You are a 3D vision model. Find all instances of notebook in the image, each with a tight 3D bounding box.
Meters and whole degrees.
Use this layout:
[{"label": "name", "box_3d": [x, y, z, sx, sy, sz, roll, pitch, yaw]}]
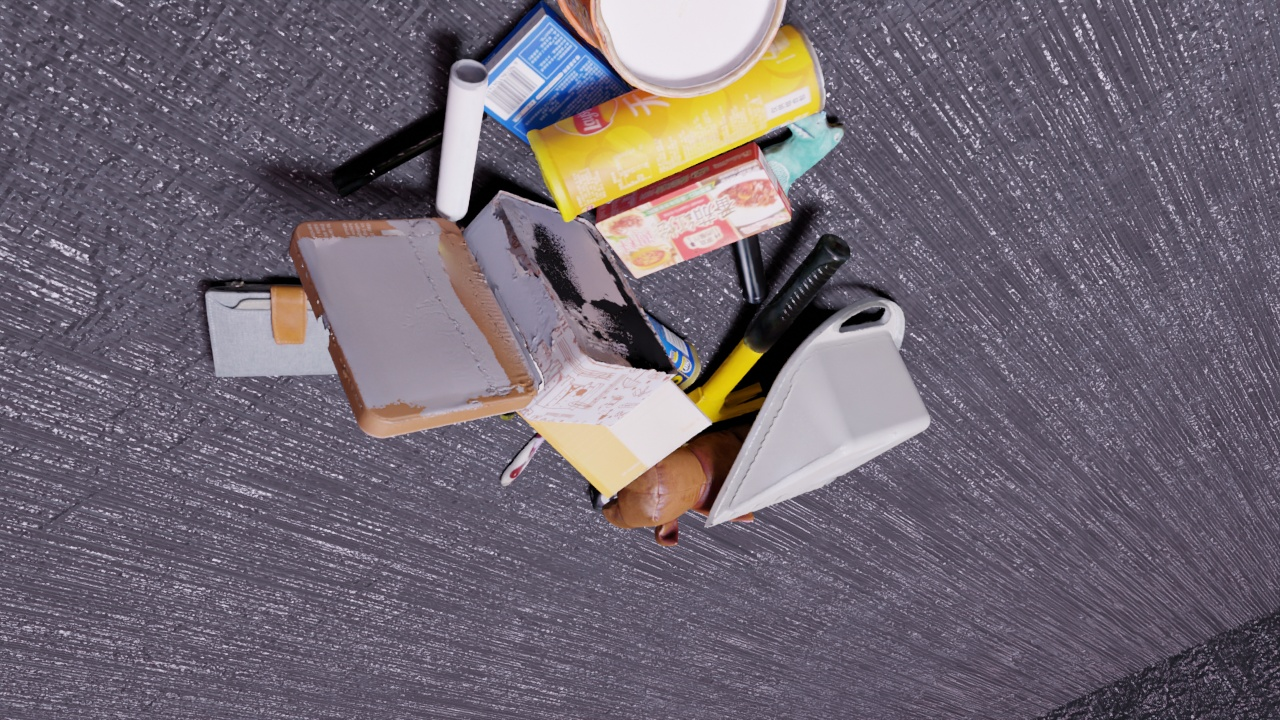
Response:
[{"label": "notebook", "box_3d": [-0.052, 0.028, 0.888, 0.146, 0.010, 0.206, -39, 103, 24]}]

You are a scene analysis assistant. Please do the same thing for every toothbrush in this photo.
[{"label": "toothbrush", "box_3d": [-0.144, -0.137, 0.714, 0.027, 0.026, 0.222, 33, 144, 6]}, {"label": "toothbrush", "box_3d": [0.089, -0.126, 0.823, 0.027, 0.026, 0.213, -10, 143, 10]}, {"label": "toothbrush", "box_3d": [-0.105, 0.084, 1.007, 0.016, 0.017, 0.188, 16, 129, -34]}]

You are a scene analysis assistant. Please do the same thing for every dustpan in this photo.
[{"label": "dustpan", "box_3d": [0.194, 0.053, 1.006, 0.222, 0.142, 0.259, -10, 160, -41]}]

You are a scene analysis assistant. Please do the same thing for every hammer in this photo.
[{"label": "hammer", "box_3d": [0.117, -0.019, 0.924, 0.128, 0.032, 0.302, 2, 146, -26]}]

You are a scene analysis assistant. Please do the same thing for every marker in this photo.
[{"label": "marker", "box_3d": [-0.177, -0.163, 0.700, 0.132, 0.022, 0.020, -26, 132, 11]}]

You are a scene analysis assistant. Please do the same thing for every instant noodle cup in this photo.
[{"label": "instant noodle cup", "box_3d": [0.021, -0.246, 0.588, 0.151, 0.111, 0.152, -6, 129, -8]}]

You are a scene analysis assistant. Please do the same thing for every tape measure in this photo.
[{"label": "tape measure", "box_3d": [-0.024, 0.150, 1.097, 0.065, 0.033, 0.066, 0, 139, -21]}]

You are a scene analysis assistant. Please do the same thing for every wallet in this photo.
[{"label": "wallet", "box_3d": [-0.305, -0.024, 0.803, 0.129, 0.037, 0.107, -1, 138, -18]}]

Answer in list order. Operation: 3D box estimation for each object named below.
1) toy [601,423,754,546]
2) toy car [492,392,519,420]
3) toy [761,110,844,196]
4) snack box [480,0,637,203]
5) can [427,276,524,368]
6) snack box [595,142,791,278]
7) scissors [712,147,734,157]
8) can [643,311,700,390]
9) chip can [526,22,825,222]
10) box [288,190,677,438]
[{"label": "toy", "box_3d": [0.050, 0.133, 1.042, 0.199, 0.131, 0.140, -4, 101, -31]}, {"label": "toy car", "box_3d": [-0.112, 0.033, 0.937, 0.106, 0.031, 0.049, -6, 136, -1]}, {"label": "toy", "box_3d": [0.128, -0.181, 0.782, 0.092, 0.030, 0.096, -39, 128, 17]}, {"label": "snack box", "box_3d": [-0.049, -0.192, 0.707, 0.085, 0.026, 0.157, -38, 135, 21]}, {"label": "can", "box_3d": [-0.161, -0.031, 0.810, 0.111, 0.075, 0.075, 11, 132, -26]}, {"label": "snack box", "box_3d": [0.045, -0.125, 0.785, 0.153, 0.025, 0.075, -18, 136, 23]}, {"label": "scissors", "box_3d": [0.071, -0.232, 0.712, 0.129, 0.019, 0.185, -30, 140, 15]}, {"label": "can", "box_3d": [-0.005, 0.005, 0.923, 0.102, 0.057, 0.083, -37, 134, 21]}, {"label": "chip can", "box_3d": [0.026, -0.176, 0.679, 0.213, 0.072, 0.072, -23, 140, -1]}, {"label": "box", "box_3d": [-0.112, -0.036, 0.696, 0.103, 0.178, 0.260, -42, 152, 26]}]
